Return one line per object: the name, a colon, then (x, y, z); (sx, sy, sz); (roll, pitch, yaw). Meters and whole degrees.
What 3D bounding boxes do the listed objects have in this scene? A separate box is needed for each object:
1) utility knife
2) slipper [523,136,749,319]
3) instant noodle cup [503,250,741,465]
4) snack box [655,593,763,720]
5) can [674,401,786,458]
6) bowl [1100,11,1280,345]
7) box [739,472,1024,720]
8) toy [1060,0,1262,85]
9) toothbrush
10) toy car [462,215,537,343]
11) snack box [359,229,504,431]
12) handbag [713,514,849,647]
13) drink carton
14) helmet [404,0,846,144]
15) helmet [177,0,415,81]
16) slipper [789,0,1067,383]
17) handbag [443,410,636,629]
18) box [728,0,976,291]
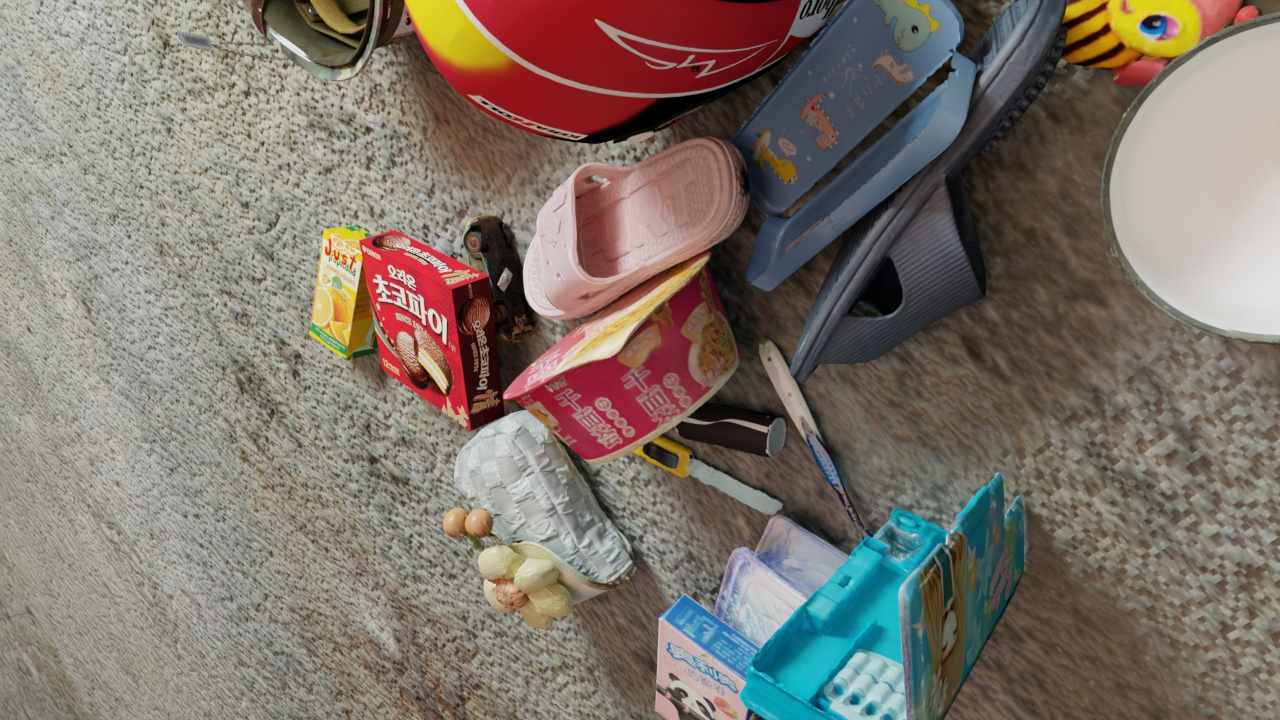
utility knife: (0.015, 0.072, 0.749); (0.228, 0.019, 0.030); (23, 124, 25)
slipper: (-0.026, -0.098, 0.673); (0.240, 0.064, 0.094); (-20, 75, 46)
instant noodle cup: (-0.004, 0.004, 0.656); (0.179, 0.178, 0.077); (-27, 103, 37)
snack box: (0.055, 0.258, 0.723); (0.088, 0.033, 0.154); (31, 141, 28)
can: (0.067, 0.051, 0.693); (0.081, 0.031, 0.031); (10, 108, 33)
bowl: (0.316, -0.089, 0.453); (0.154, 0.072, 0.153); (10, 108, 32)
box: (0.160, 0.121, 0.524); (0.097, 0.226, 0.117); (26, 117, 27)
toy: (0.266, -0.186, 0.480); (0.104, 0.046, 0.084); (6, 112, 38)
toothbrush: (0.132, 0.066, 0.663); (0.016, 0.017, 0.189); (-30, 83, 26)
toy car: (-0.129, -0.067, 0.789); (0.047, 0.047, 0.112); (-14, 94, 32)
snack box: (-0.185, -0.029, 0.810); (0.152, 0.035, 0.133); (27, 130, 41)
handbag: (0.134, 0.202, 0.671); (0.159, 0.069, 0.127); (32, 134, 25)
drink carton: (-0.284, -0.070, 0.903); (0.058, 0.041, 0.123); (31, 118, 25)
helmet: (-0.012, -0.238, 0.554); (0.225, 0.270, 0.197); (-19, 89, 58)
helmet: (-0.246, -0.323, 0.681); (0.193, 0.235, 0.224); (-12, 85, 42)
slipper: (0.180, -0.082, 0.544); (0.082, 0.101, 0.264); (28, 124, -1)
handbag: (-0.100, 0.137, 0.778); (0.113, 0.123, 0.171); (-32, 89, 43)
box: (0.119, -0.131, 0.554); (0.210, 0.047, 0.122); (139, 127, -60)
